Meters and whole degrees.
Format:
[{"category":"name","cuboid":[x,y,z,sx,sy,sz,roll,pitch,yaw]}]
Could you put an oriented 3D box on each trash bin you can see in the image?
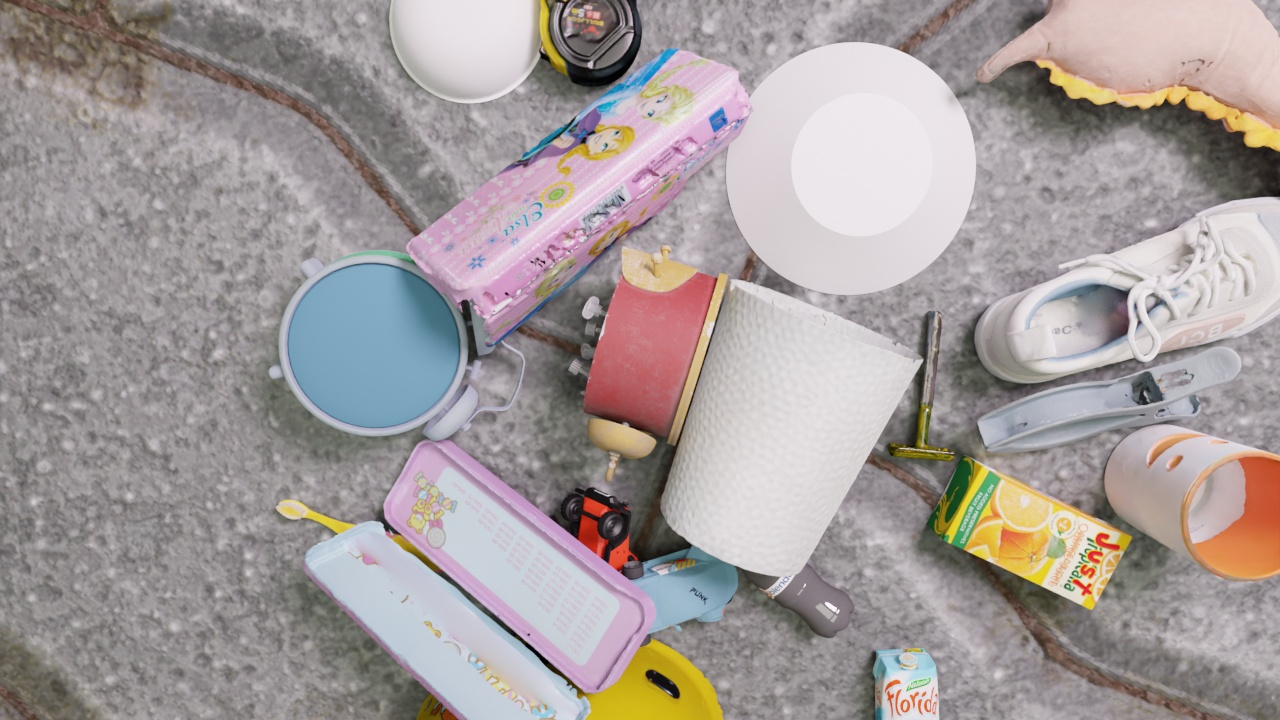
[{"category":"trash bin","cuboid":[0.090,0.045,0.606,0.133,0.133,0.161,21,101,-1]}]

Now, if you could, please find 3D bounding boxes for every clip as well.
[{"category":"clip","cuboid":[0.316,0.035,0.633,0.162,0.090,0.027,-17,66,14]}]

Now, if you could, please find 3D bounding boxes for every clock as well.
[{"category":"clock","cuboid":[-0.161,-0.007,0.633,0.161,0.075,0.122,17,96,-13]},{"category":"clock","cuboid":[-0.004,0.004,0.608,0.081,0.117,0.159,17,103,3]}]

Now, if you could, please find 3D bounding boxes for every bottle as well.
[{"category":"bottle","cuboid":[0.103,0.155,0.659,0.110,0.036,0.036,39,96,-3]}]

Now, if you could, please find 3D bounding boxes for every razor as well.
[{"category":"razor","cuboid":[0.204,0.017,0.650,0.042,0.026,0.106,5,93,3]}]

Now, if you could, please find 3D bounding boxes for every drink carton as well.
[{"category":"drink carton","cuboid":[0.194,0.274,0.669,0.044,0.038,0.129,-3,96,2]},{"category":"drink carton","cuboid":[0.276,0.122,0.650,0.122,0.041,0.058,25,96,-2]}]

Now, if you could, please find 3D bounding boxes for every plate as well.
[{"category":"plate","cuboid":[0.147,-0.131,0.626,0.174,0.036,0.174,0,96,1]}]

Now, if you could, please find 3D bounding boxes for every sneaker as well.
[{"category":"sneaker","cuboid":[0.349,-0.043,0.602,0.242,0.090,0.089,-20,89,3]}]

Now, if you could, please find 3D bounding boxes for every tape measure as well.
[{"category":"tape measure","cuboid":[-0.034,-0.224,0.618,0.071,0.042,0.072,7,92,-5]}]

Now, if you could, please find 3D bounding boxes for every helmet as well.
[{"category":"helmet","cuboid":[-0.053,0.306,0.629,0.240,0.139,0.209,-27,95,4]}]

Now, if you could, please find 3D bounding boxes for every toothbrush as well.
[{"category":"toothbrush","cuboid":[-0.203,0.129,0.674,0.135,0.016,0.021,20,92,-1]}]

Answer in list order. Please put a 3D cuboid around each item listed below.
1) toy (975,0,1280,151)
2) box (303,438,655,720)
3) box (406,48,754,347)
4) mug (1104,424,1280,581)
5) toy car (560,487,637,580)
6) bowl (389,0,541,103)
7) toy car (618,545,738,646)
[{"category":"toy","cuboid":[0.370,-0.162,0.593,0.196,0.065,0.264,-42,87,-1]},{"category":"box","cuboid":[-0.109,0.156,0.614,0.214,0.062,0.139,34,63,22]},{"category":"box","cuboid":[-0.028,-0.099,0.599,0.230,0.084,0.091,-40,136,-12]},{"category":"mug","cuboid":[0.374,0.090,0.611,0.082,0.105,0.082,0,97,1]},{"category":"toy car","cuboid":[-0.029,0.142,0.653,0.048,0.051,0.100,4,97,-43]},{"category":"bowl","cuboid":[-0.120,-0.233,0.618,0.110,0.040,0.110,0,96,1]},{"category":"toy car","cuboid":[0.025,0.163,0.639,0.107,0.028,0.060,-10,98,-32]}]
